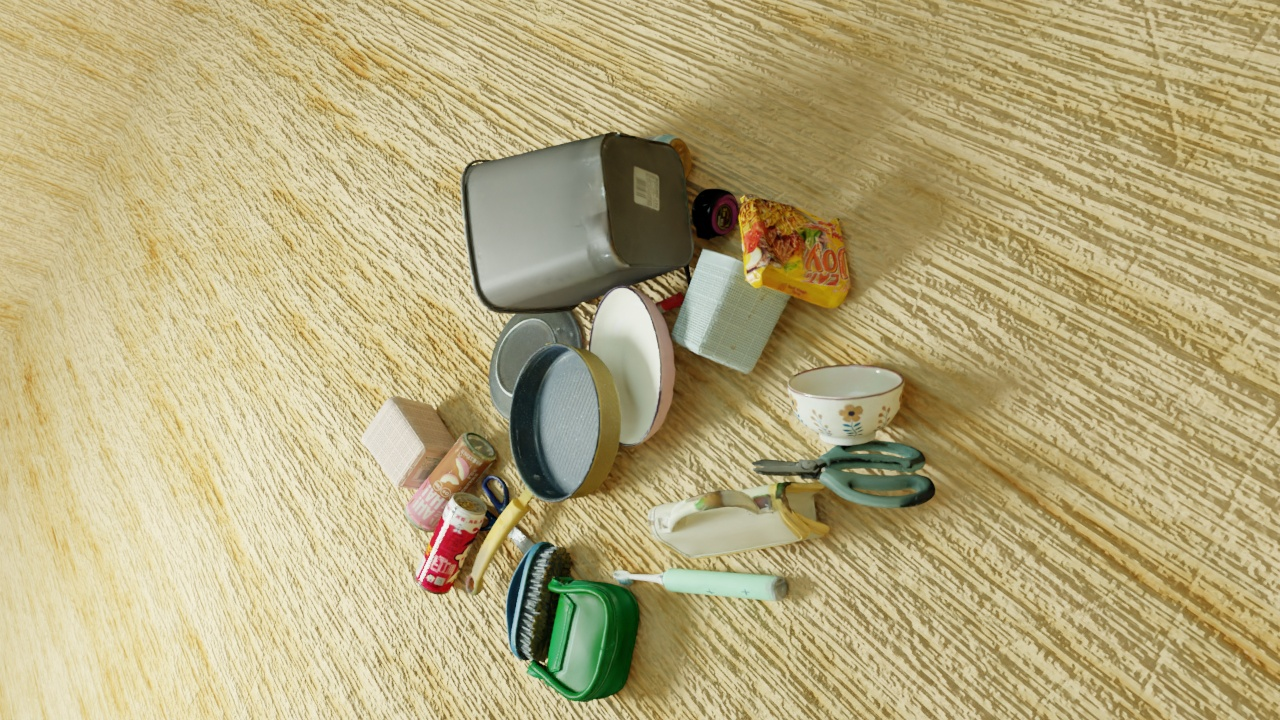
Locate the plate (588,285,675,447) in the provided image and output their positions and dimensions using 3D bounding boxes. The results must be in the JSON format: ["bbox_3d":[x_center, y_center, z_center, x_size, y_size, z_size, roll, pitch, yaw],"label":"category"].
[{"bbox_3d":[-0.007,0.006,1.099,0.193,0.039,0.192,10,101,62],"label":"plate"}]

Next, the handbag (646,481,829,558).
[{"bbox_3d":[0.086,0.159,0.919,0.164,0.178,0.063,-17,70,32],"label":"handbag"}]

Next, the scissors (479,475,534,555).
[{"bbox_3d":[-0.181,0.229,1.218,0.133,0.012,0.172,-33,58,24],"label":"scissors"}]

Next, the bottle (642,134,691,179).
[{"bbox_3d":[-0.022,-0.258,1.219,0.190,0.068,0.068,4,78,40],"label":"bottle"}]

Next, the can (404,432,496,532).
[{"bbox_3d":[-0.264,0.169,1.274,0.147,0.058,0.058,-50,51,14],"label":"can"}]

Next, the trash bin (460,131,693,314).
[{"bbox_3d":[-0.072,-0.170,1.116,0.220,0.198,0.198,-9,88,40],"label":"trash bin"}]

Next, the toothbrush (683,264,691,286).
[{"bbox_3d":[0.052,-0.130,1.151,0.018,0.015,0.180,-29,59,38],"label":"toothbrush"}]

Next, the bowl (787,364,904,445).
[{"bbox_3d":[0.206,0.047,0.917,0.114,0.113,0.062,5,109,40],"label":"bowl"}]

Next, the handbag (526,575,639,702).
[{"bbox_3d":[-0.068,0.319,1.054,0.120,0.068,0.131,4,79,33],"label":"handbag"}]

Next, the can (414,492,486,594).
[{"bbox_3d":[-0.254,0.245,1.231,0.053,0.053,0.133,39,109,40],"label":"can"}]

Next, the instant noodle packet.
[{"bbox_3d":[0.168,-0.118,0.985,0.044,0.128,0.110,-38,47,53],"label":"instant noodle packet"}]

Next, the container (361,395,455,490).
[{"bbox_3d":[-0.326,0.124,1.321,0.111,0.090,0.090,44,104,36],"label":"container"}]

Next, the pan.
[{"bbox_3d":[-0.137,0.147,1.159,0.198,0.078,0.358,40,117,45],"label":"pan"}]

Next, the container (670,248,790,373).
[{"bbox_3d":[0.098,-0.054,1.028,0.111,0.090,0.090,-66,26,4],"label":"container"}]

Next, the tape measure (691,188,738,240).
[{"bbox_3d":[0.088,-0.179,1.111,0.039,0.057,0.057,20,129,44],"label":"tape measure"}]

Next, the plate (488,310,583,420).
[{"bbox_3d":[-0.153,0.000,1.265,0.180,0.024,0.179,-14,66,35],"label":"plate"}]

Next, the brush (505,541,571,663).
[{"bbox_3d":[-0.132,0.294,1.127,0.074,0.055,0.143,3,77,38],"label":"brush"}]

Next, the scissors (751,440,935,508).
[{"bbox_3d":[0.189,0.110,0.865,0.143,0.180,0.019,-102,11,-65],"label":"scissors"}]

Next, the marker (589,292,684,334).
[{"bbox_3d":[-0.006,-0.055,1.171,0.146,0.017,0.017,-22,62,32],"label":"marker"}]

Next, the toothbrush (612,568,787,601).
[{"bbox_3d":[0.058,0.244,1.011,0.225,0.027,0.026,-5,34,37],"label":"toothbrush"}]
